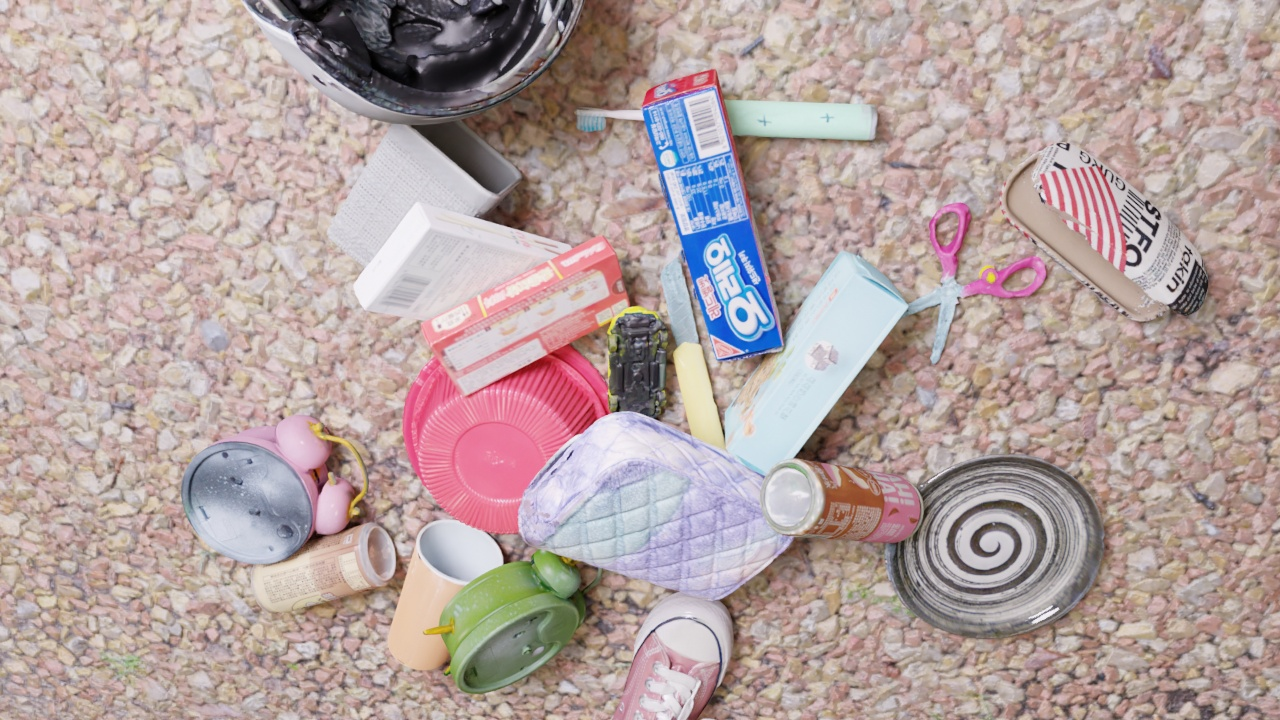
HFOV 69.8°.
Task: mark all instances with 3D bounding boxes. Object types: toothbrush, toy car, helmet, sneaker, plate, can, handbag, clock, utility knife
[{"bbox_3d":[0.062,-0.180,0.681,0.224,0.026,0.027,3,115,4],"label":"toothbrush"},{"bbox_3d":[-0.004,0.004,0.746,0.048,0.032,0.105,-6,123,-10],"label":"toy car"},{"bbox_3d":[-0.163,-0.276,0.594,0.229,0.157,0.274,-27,94,-19],"label":"helmet"},{"bbox_3d":[0.015,0.321,0.831,0.118,0.087,0.241,24,111,-3],"label":"sneaker"},{"bbox_3d":[0.298,0.157,0.781,0.179,0.024,0.179,1,110,3],"label":"plate"},{"bbox_3d":[0.160,0.112,0.719,0.147,0.058,0.058,13,116,-42],"label":"can"},{"bbox_3d":[0.017,0.120,0.728,0.193,0.075,0.134,27,120,-31],"label":"handbag"},{"bbox_3d":[-0.314,0.109,0.802,0.159,0.059,0.117,-15,106,12],"label":"clock"},{"bbox_3d":[-0.284,0.188,0.827,0.116,0.058,0.058,-17,107,11],"label":"can"},{"bbox_3d":[-0.100,0.218,0.787,0.161,0.056,0.116,-26,145,-19],"label":"clock"},{"bbox_3d":[0.048,0.022,0.758,0.031,0.022,0.221,-12,115,8],"label":"utility knife"}]

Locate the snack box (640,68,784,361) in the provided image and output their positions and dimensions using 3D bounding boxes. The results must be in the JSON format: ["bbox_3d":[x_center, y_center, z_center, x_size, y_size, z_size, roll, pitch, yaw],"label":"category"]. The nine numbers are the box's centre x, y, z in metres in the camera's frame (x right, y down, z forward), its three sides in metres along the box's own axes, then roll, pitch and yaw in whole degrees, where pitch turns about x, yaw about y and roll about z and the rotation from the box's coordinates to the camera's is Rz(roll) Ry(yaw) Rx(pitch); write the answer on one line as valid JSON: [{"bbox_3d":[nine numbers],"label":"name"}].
[{"bbox_3d":[0.056,-0.101,0.676,0.057,0.058,0.208,-14,117,12],"label":"snack box"}]

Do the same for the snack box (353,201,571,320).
[{"bbox_3d":[-0.123,-0.062,0.678,0.085,0.156,0.027,-45,61,25],"label":"snack box"}]

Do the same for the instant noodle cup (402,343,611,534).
[{"bbox_3d":[-0.113,0.073,0.767,0.194,0.065,0.194,2,109,5],"label":"instant noodle cup"}]

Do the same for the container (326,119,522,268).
[{"bbox_3d":[-0.165,-0.119,0.693,0.090,0.090,0.114,40,111,-8],"label":"container"}]

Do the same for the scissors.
[{"bbox_3d":[0.242,-0.062,0.713,0.133,0.017,0.130,-23,108,16],"label":"scissors"}]

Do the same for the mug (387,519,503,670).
[{"bbox_3d":[-0.180,0.214,0.822,0.078,0.078,0.123,25,115,-4],"label":"mug"}]

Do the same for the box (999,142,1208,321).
[{"bbox_3d":[0.339,-0.092,0.680,0.163,0.083,0.075,35,68,-6],"label":"box"}]

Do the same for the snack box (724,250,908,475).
[{"bbox_3d":[0.131,0.003,0.714,0.051,0.074,0.175,31,109,-5],"label":"snack box"}]

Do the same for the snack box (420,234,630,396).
[{"bbox_3d":[-0.083,-0.033,0.700,0.153,0.025,0.075,-28,146,-7],"label":"snack box"}]
